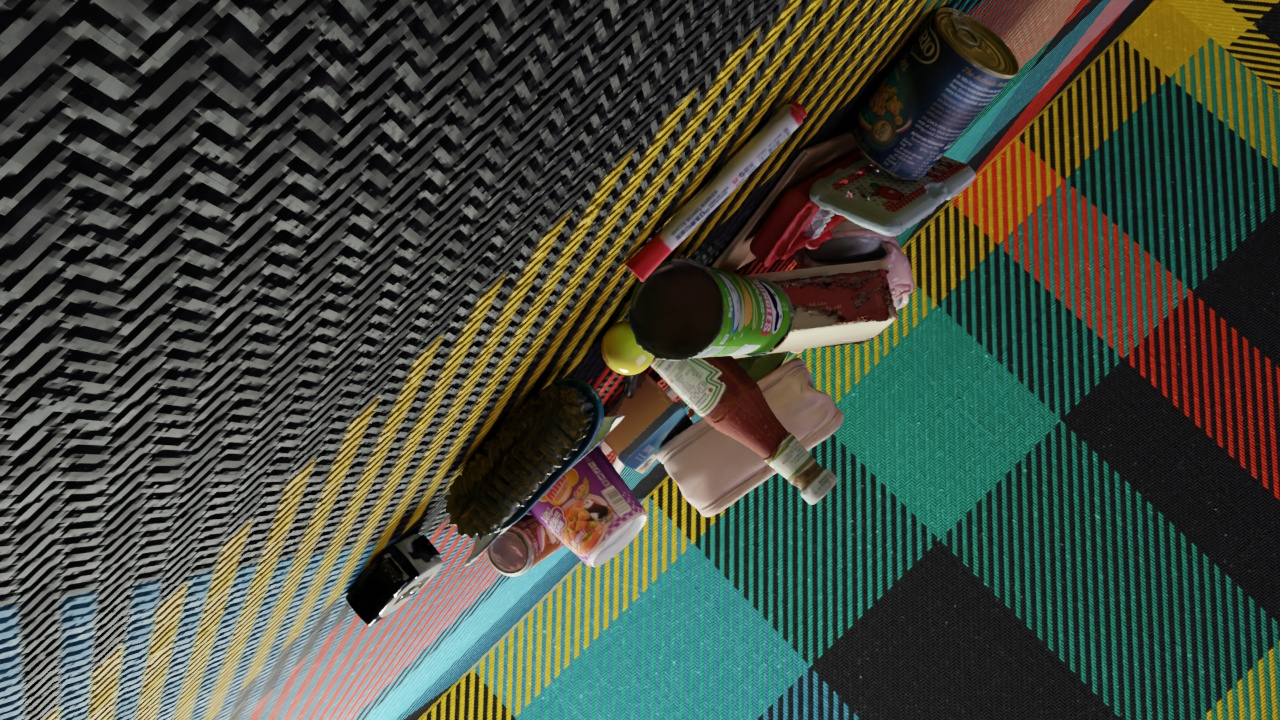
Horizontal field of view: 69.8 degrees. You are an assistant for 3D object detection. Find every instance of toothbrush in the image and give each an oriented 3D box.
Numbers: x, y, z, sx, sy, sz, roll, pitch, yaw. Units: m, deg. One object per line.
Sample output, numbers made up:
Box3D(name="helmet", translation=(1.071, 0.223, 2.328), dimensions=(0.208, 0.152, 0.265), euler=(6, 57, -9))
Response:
Box3D(name="toothbrush", translation=(-0.005, 0.005, 0.833), dimensions=(0.018, 0.015, 0.181), euler=(-35, 168, -16))

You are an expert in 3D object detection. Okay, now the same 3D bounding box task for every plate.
Box3D(name="plate", translation=(-0.087, 0.098, 0.784), dimensions=(0.164, 0.034, 0.164), euler=(-43, 179, 7))

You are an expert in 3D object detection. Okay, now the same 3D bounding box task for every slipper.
Box3D(name="slipper", translation=(0.237, -0.084, 0.993), dimensions=(0.114, 0.054, 0.274), euler=(-5, 166, 21))

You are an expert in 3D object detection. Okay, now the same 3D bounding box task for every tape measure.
Box3D(name="tape measure", translation=(-0.186, 0.166, 0.708), dimensions=(0.066, 0.033, 0.065), euler=(-48, 170, 31))

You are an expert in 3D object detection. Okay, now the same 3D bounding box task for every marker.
Box3D(name="marker", translation=(0.047, -0.105, 0.569), dimensions=(0.145, 0.017, 0.017), euler=(-45, 171, 2))

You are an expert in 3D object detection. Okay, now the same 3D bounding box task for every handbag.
Box3D(name="handbag", translation=(0.128, 0.075, 1.063), dimensions=(0.193, 0.093, 0.234), euler=(-35, 179, 11))

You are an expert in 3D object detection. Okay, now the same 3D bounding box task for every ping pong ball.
Box3D(name="ping pong ball", translation=(-0.009, -0.009, 0.672), dimensions=(0.040, 0.040, 0.040), euler=(-43, 171, -9))

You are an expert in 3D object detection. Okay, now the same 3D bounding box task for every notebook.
Box3D(name="notebook", translation=(0.146, -0.147, 0.824), dimensions=(0.210, 0.012, 0.150), euler=(-32, 164, -52))

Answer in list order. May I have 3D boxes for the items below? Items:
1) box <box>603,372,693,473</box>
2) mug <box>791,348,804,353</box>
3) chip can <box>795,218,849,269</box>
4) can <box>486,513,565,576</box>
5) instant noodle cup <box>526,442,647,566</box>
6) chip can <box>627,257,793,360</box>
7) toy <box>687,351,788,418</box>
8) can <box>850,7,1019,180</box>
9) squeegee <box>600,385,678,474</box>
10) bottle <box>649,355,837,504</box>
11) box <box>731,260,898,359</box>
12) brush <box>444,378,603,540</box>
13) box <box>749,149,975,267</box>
Box3D(name="box", translation=(0.004, 0.070, 0.998), dimensions=(0.090, 0.060, 0.184), euler=(-44, 168, 1))
Box3D(name="mug", translation=(0.221, -0.083, 1.248), dimensions=(0.106, 0.081, 0.114), euler=(-51, -165, 30))
Box3D(name="chip can", translation=(0.231, -0.138, 1.044), dimensions=(0.071, 0.071, 0.211), euler=(-43, 171, -11))
Box3D(name="can", translation=(-0.122, 0.202, 1.061), dimensions=(0.058, 0.058, 0.147), euler=(-47, 171, 14))
Box3D(name="instant noodle cup", translation=(-0.054, 0.160, 0.988), dimensions=(0.111, 0.099, 0.112), euler=(-38, 160, -17))
Box3D(name="chip can", translation=(0.063, -0.036, 0.720), dimensions=(0.072, 0.072, 0.235), euler=(-47, 166, 15))
Box3D(name="toy", translation=(0.125, -0.016, 1.064), dimensions=(0.227, 0.090, 0.246), euler=(-44, 168, 13))
Box3D(name="can", translation=(0.225, -0.204, 0.714), dimensions=(0.075, 0.075, 0.111), euler=(-35, 167, -44))
Box3D(name="squeegee", translation=(-0.053, 0.148, 1.183), dimensions=(0.246, 0.040, 0.250), euler=(-36, 168, -41))
Box3D(name="bottle", translation=(0.090, 0.045, 0.820), dimensions=(0.059, 0.206, 0.060), euler=(-44, 171, -9))
Box3D(name="box", translation=(0.156, -0.040, 0.885), dimensions=(0.168, 0.076, 0.091), euler=(-7, 165, -5))
Box3D(name="brush", translation=(-0.080, 0.070, 0.671), dimensions=(0.144, 0.055, 0.073), euler=(-47, 170, 15))
Box3D(name="box", translation=(0.195, -0.130, 0.783), dimensions=(0.200, 0.098, 0.119), euler=(-34, 162, -47))
